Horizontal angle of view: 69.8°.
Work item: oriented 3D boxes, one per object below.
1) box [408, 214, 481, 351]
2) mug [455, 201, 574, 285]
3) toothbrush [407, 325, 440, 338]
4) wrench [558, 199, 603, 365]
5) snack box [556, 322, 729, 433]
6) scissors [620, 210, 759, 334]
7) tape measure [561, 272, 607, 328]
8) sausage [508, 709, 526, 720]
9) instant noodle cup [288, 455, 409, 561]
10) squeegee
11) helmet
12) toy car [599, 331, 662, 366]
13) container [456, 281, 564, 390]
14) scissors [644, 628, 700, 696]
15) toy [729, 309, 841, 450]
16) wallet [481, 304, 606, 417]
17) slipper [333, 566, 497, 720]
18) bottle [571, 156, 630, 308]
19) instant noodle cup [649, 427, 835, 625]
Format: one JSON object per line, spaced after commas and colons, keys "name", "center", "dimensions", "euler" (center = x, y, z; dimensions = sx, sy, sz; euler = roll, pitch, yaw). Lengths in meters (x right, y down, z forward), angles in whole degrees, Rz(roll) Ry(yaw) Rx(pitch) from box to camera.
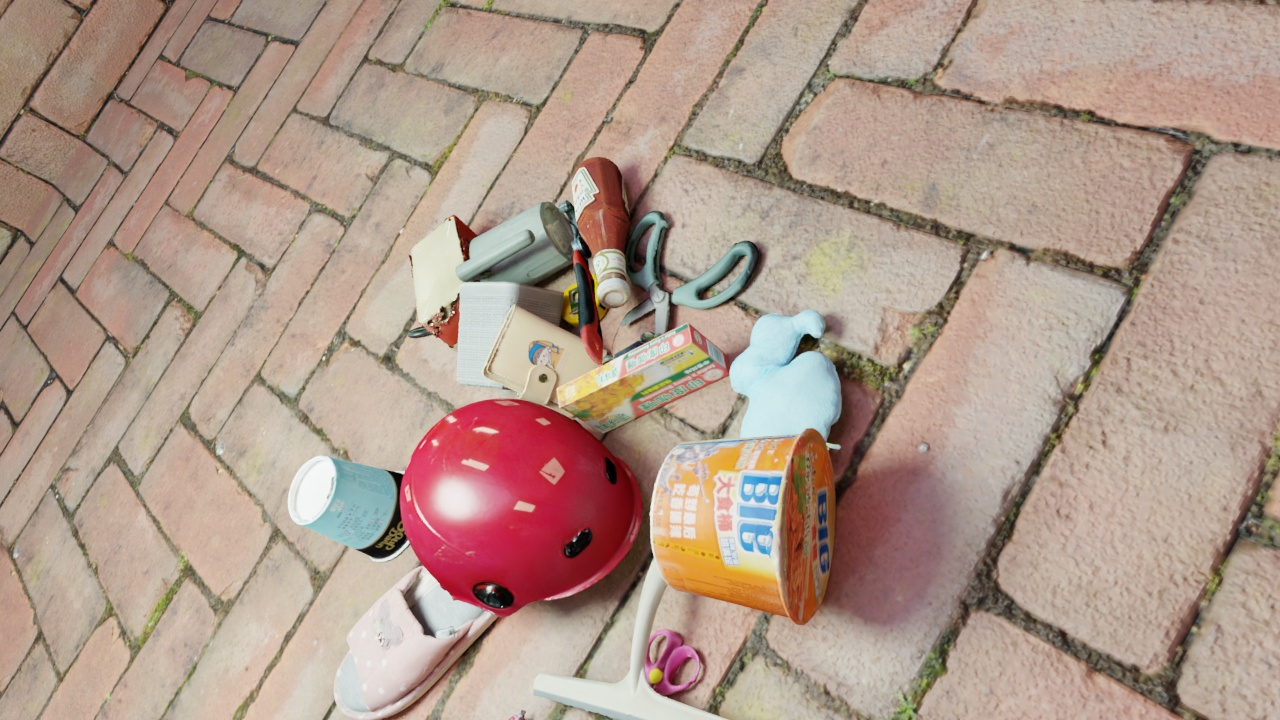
{"name": "box", "center": [-0.235, -0.101, 1.126], "dimensions": [0.091, 0.079, 0.168], "euler": [-37, 42, 14]}
{"name": "mug", "center": [-0.142, -0.126, 1.062], "dimensions": [0.104, 0.123, 0.083], "euler": [-25, 92, 22]}
{"name": "toothbrush", "center": [-0.231, -0.047, 1.154], "dimensions": [0.181, 0.018, 0.015], "euler": [-10, 64, 34]}
{"name": "wrench", "center": [-0.061, -0.087, 0.981], "dimensions": [0.016, 0.056, 0.273], "euler": [-27, 40, 13]}
{"name": "snack box", "center": [0.002, 0.020, 0.903], "dimensions": [0.156, 0.077, 0.027], "euler": [-27, 54, 23]}
{"name": "scissors", "center": [0.047, -0.104, 0.975], "dimensions": [0.170, 0.019, 0.173], "euler": [-20, 55, 26]}
{"name": "tape measure", "center": [-0.065, -0.066, 1.030], "dimensions": [0.060, 0.029, 0.057], "euler": [-25, 55, 25]}
{"name": "sausage", "center": [-0.150, 0.395, 0.860], "dimensions": [0.020, 0.020, 0.156], "euler": [30, 87, 42]}
{"name": "instant noodle cup", "center": [-0.328, 0.161, 1.045], "dimensions": [0.111, 0.120, 0.111], "euler": [-17, 58, 29]}
{"name": "squeegee", "center": [0.021, 0.194, 0.811], "dimensions": [0.247, 0.039, 0.246], "euler": [-1, 61, 40]}
{"name": "helmet", "center": [-0.130, 0.123, 0.878], "dimensions": [0.241, 0.144, 0.206], "euler": [-1, 50, 35]}
{"name": "toy car", "center": [-0.006, 0.006, 0.946], "dimensions": [0.091, 0.034, 0.043], "euler": [-29, 55, 24]}
{"name": "container", "center": [-0.147, -0.024, 1.016], "dimensions": [0.090, 0.090, 0.114], "euler": [3, 87, 39]}
{"name": "scissors", "center": [0.004, 0.301, 0.793], "dimensions": [0.063, 0.017, 0.135], "euler": [25, 79, 38]}
{"name": "toy", "center": [0.130, 0.029, 0.822], "dimensions": [0.161, 0.050, 0.156], "euler": [-56, 37, -3]}
{"name": "wallet", "center": [-0.102, 0.005, 0.968], "dimensions": [0.087, 0.115, 0.024], "euler": [-65, 24, -3]}
{"name": "slipper", "center": [-0.230, 0.275, 0.958], "dimensions": [0.275, 0.054, 0.114], "euler": [-41, 49, 11]}
{"name": "bottle", "center": [-0.040, -0.142, 1.017], "dimensions": [0.060, 0.059, 0.205], "euler": [-28, 47, 22]}
{"name": "instant noodle cup", "center": [0.082, 0.127, 0.729], "dimensions": [0.112, 0.151, 0.151], "euler": [0, 67, 27]}
